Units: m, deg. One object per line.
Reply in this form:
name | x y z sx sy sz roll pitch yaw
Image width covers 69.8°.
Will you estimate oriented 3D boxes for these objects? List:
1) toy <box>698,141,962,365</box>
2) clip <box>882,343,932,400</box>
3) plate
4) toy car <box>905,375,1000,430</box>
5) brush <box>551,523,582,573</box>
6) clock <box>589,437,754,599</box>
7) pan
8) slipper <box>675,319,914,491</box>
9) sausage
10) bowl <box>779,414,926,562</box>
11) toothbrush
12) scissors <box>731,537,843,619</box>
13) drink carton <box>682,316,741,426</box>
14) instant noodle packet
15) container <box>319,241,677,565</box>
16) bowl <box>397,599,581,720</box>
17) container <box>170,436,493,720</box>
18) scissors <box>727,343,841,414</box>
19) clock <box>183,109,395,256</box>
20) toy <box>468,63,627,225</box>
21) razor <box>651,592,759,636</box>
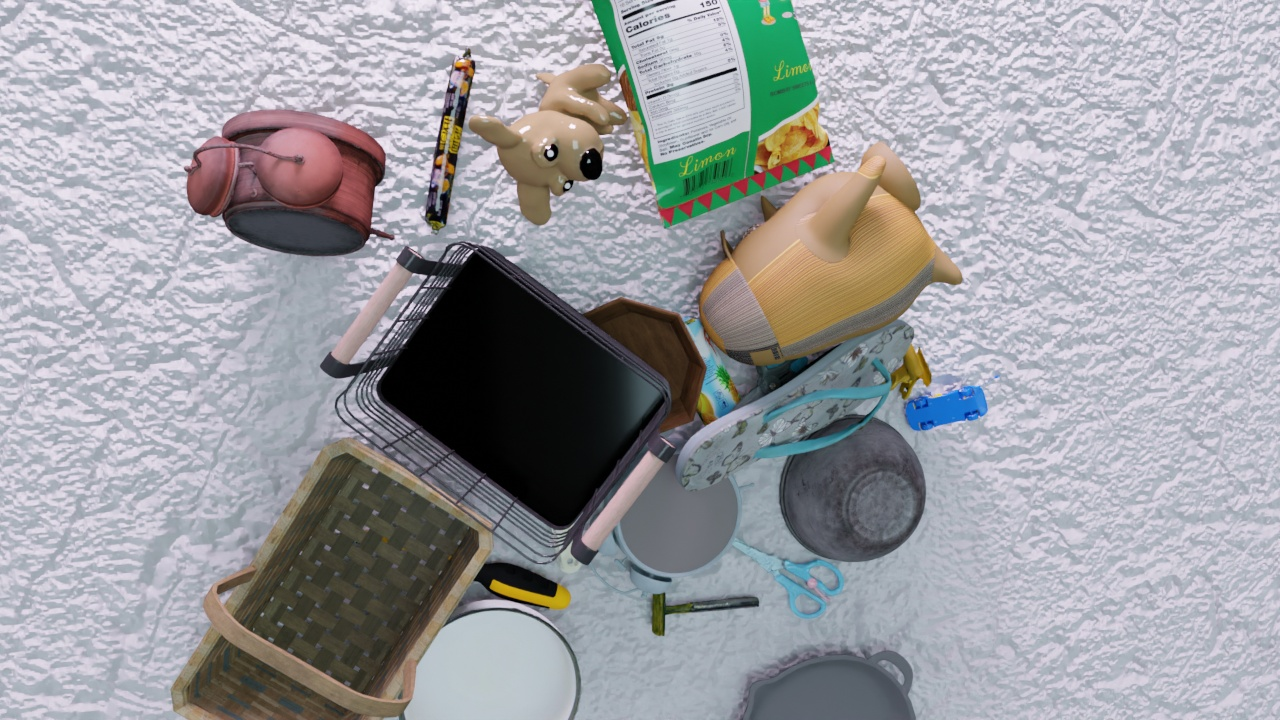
toy | 0.142 -0.078 0.789 0.203 0.199 0.162 -31 62 3
clip | 0.259 0.017 0.875 0.039 0.052 0.047 23 122 -16
plate | -0.004 0.004 0.794 0.131 0.025 0.131 6 113 14
toy car | 0.308 0.037 0.901 0.092 0.061 0.033 -15 102 20
brush | -0.081 0.090 0.820 0.033 0.012 0.218 -12 101 -11
clock | 0.021 0.143 0.832 0.159 0.045 0.122 -46 104 -5
pan | 0.140 0.426 0.907 0.216 0.024 0.354 43 86 -14
slipper | 0.151 0.052 0.810 0.268 0.054 0.098 -28 144 -21
sausage | -0.159 -0.181 0.761 0.020 0.020 0.155 11 95 -14
bowl | 0.211 0.127 0.861 0.145 0.067 0.145 -2 98 -13
toothbrush | -0.154 0.182 0.808 0.196 0.031 0.031 21 107 -10
scissors | 0.132 0.203 0.886 0.138 0.015 0.063 30 94 -9
drink carton | 0.060 0.020 0.826 0.038 0.044 0.129 -30 104 -8
instant noodle packet | 0.056 -0.259 0.753 0.195 0.090 0.253 -25 103 -28
container | -0.100 0.029 0.715 0.241 0.130 0.163 37 95 -1
bowl | -0.132 0.276 0.800 0.153 0.073 0.153 -2 98 -12
container | -0.233 0.195 0.695 0.157 0.186 0.250 33 92 -6
scissors | 0.132 0.004 0.837 0.129 0.019 0.137 15 78 -25
clock | -0.258 -0.130 0.673 0.121 0.157 0.072 -2 77 14
toy | -0.067 -0.185 0.743 0.106 0.134 0.108 22 71 25
razor | 0.062 0.232 0.866 0.105 0.026 0.042 -1 95 -17
